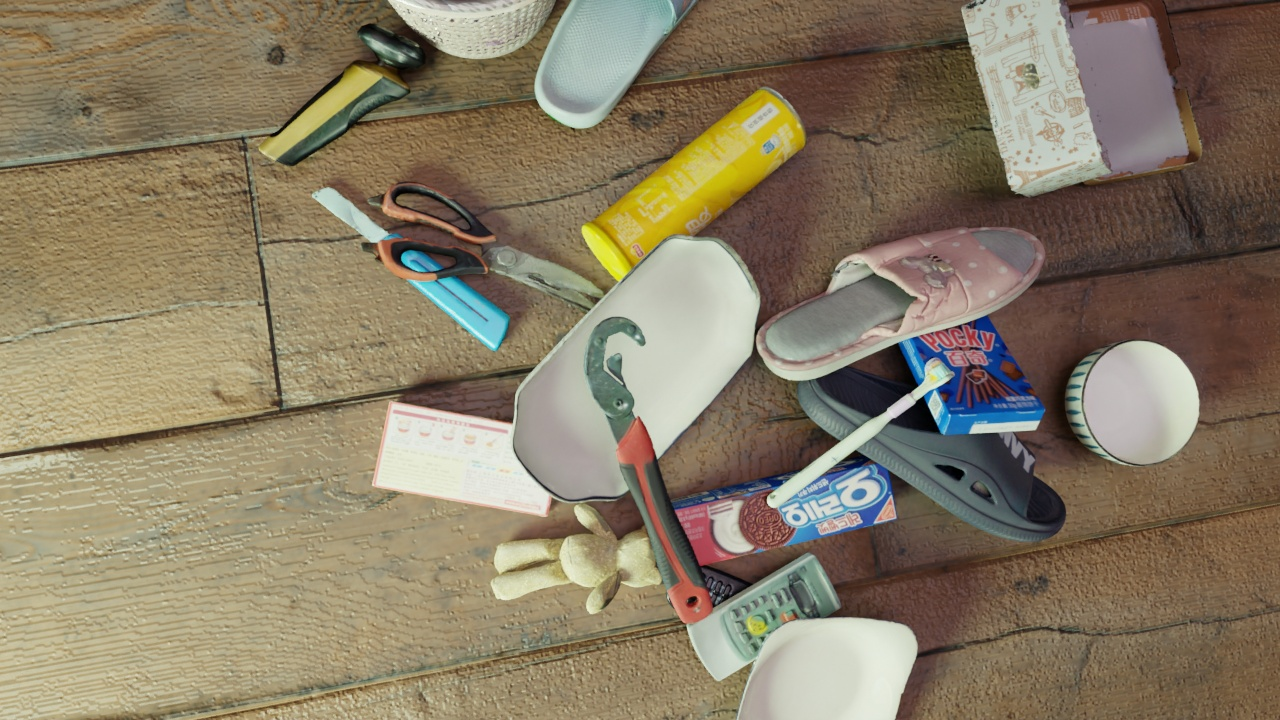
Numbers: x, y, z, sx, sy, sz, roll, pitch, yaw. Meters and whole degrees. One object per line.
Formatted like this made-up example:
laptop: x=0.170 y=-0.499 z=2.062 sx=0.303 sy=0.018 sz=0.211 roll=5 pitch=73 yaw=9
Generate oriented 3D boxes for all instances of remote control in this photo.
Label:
remote control: x=0.086 y=0.225 z=0.834 sx=0.136 sy=0.024 sz=0.053 roll=26 pitch=82 yaw=-6
remote control: x=0.109 y=0.227 z=0.814 sx=0.135 sy=0.019 sz=0.056 roll=-27 pitch=91 yaw=-9

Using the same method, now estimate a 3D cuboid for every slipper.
slipper: x=-0.013 y=-0.325 z=0.833 sx=0.104 sy=0.074 sz=0.245 roll=33 pitch=85 yaw=-2
slipper: x=0.271 y=0.066 z=0.813 sx=0.268 sy=0.110 sz=0.083 roll=29 pitch=122 yaw=1
slipper: x=0.232 y=-0.064 z=0.827 sx=0.274 sy=0.114 sz=0.054 roll=-23 pitch=133 yaw=-2

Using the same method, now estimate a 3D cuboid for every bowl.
bowl: x=0.451 y=0.040 z=0.864 sx=0.116 sy=0.066 sz=0.116 roll=0 pitch=87 yaw=-6

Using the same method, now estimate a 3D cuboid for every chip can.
chip can: x=0.049 y=-0.158 z=0.830 sx=0.213 sy=0.072 sz=0.072 roll=-40 pitch=91 yaw=-7

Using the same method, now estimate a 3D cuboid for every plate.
plate: x=-0.005 y=0.005 z=0.803 sx=0.265 sy=0.034 sz=0.162 roll=-47 pitch=125 yaw=-9
plate: x=0.157 y=0.294 z=0.813 sx=0.164 sy=0.034 sz=0.164 roll=9 pitch=103 yaw=-21

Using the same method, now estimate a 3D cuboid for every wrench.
wrench: x=0.008 y=0.096 z=0.765 sx=0.056 sy=0.016 sz=0.273 roll=-18 pitch=100 yaw=-7

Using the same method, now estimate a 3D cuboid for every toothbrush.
toothbrush: x=0.182 y=0.064 z=0.776 sx=0.190 sy=0.029 sz=0.020 roll=-40 pitch=125 yaw=10

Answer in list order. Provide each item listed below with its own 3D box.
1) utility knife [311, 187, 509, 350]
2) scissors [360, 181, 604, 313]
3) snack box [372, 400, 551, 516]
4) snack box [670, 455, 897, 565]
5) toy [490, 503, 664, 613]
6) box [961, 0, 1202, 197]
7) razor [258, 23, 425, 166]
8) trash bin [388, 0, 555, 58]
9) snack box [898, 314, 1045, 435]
utility knife: x=-0.206 y=-0.087 z=0.827 sx=0.216 sy=0.018 sz=0.034 roll=38 pitch=84 yaw=-1
scissors: x=-0.142 y=-0.085 z=0.825 sx=0.196 sy=0.015 sz=0.205 roll=-29 pitch=82 yaw=-24
snack box: x=-0.152 y=0.087 z=0.816 sx=0.155 sy=0.027 sz=0.077 roll=11 pitch=86 yaw=-5
snack box: x=0.124 y=0.134 z=0.828 sx=0.207 sy=0.057 sz=0.058 roll=-12 pitch=91 yaw=-7
toy: x=-0.054 y=0.180 z=0.809 sx=0.157 sy=0.066 sz=0.105 roll=-6 pitch=45 yaw=-3
box: x=0.413 y=-0.254 z=0.866 sx=0.273 sy=0.125 sz=0.179 roll=-12 pitch=87 yaw=-34
razor: x=-0.266 y=-0.233 z=0.813 sx=0.167 sy=0.062 sz=0.067 roll=-40 pitch=123 yaw=-2
trash bin: x=-0.143 y=-0.357 z=0.760 sx=0.227 sy=0.192 sz=0.227 roll=0 pitch=87 yaw=-6
snack box: x=0.285 y=0.001 z=0.818 sx=0.084 sy=0.026 sz=0.157 roll=-2 pitch=42 yaw=-6
